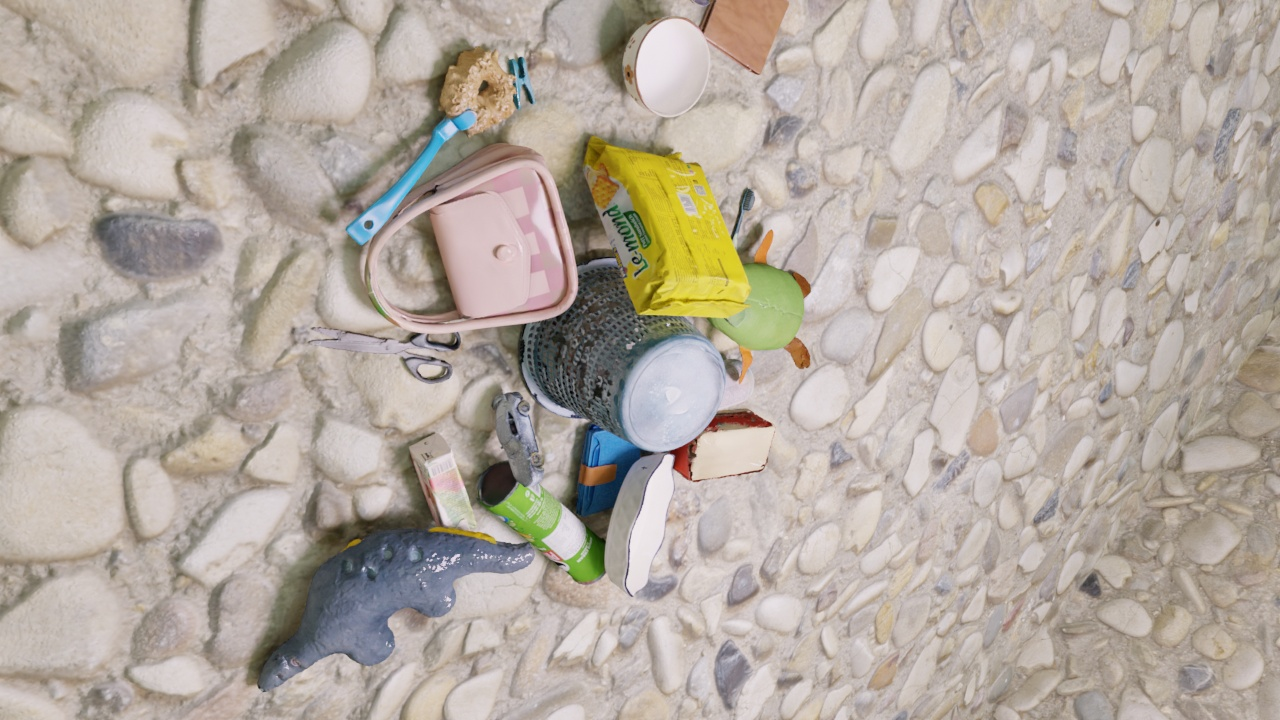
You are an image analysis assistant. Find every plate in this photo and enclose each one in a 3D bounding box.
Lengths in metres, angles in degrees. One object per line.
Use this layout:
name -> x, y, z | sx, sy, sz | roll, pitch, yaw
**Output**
plate -> -0.001, 0.227, 1.298 | 0.204, 0.045, 0.205 | 14, 89, -74

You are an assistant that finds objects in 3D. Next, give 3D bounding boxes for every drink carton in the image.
drink carton -> -0.242, 0.155, 1.121 | 0.045, 0.053, 0.123 | -25, 124, -24

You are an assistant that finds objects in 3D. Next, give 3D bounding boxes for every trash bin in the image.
trash bin -> -0.007, 0.007, 1.132 | 0.226, 0.195, 0.227 | -15, 119, -28

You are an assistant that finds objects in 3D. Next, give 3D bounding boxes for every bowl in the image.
bowl -> 0.021, -0.352, 1.090 | 0.113, 0.062, 0.114 | -18, 122, -32

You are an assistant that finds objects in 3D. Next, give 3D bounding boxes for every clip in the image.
clip -> -0.133, -0.308, 1.018 | 0.041, 0.014, 0.056 | -28, 125, -27

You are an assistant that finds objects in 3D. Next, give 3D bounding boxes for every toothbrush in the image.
toothbrush -> 0.130, -0.150, 1.305 | 0.016, 0.018, 0.192 | 4, 107, -41

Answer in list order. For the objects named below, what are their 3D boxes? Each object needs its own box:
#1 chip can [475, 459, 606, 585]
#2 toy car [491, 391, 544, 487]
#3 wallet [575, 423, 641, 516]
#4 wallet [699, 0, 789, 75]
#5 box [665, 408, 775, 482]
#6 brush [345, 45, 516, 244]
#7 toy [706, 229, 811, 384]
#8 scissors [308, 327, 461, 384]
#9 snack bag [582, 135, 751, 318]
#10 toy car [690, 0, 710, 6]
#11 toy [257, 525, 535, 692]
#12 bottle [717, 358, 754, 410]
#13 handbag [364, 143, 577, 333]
chip can -> -0.125, 0.220, 1.234 | 0.072, 0.072, 0.236 | -49, 132, -11
toy car -> -0.152, 0.098, 1.130 | 0.036, 0.054, 0.120 | -9, 72, -36
wallet -> -0.043, 0.149, 1.293 | 0.106, 0.040, 0.133 | -8, 115, -41
wallet -> 0.133, -0.436, 1.173 | 0.115, 0.020, 0.101 | 16, 98, -40
box -> 0.128, 0.129, 1.393 | 0.168, 0.079, 0.091 | -3, 112, -39
brush -> -0.217, -0.223, 0.960 | 0.254, 0.046, 0.083 | -54, 137, -14
toy -> 0.173, -0.076, 1.317 | 0.246, 0.090, 0.227 | 13, 84, -48
scissors -> -0.281, -0.023, 1.036 | 0.145, 0.014, 0.172 | -44, 129, -13
snack bag -> 0.036, -0.159, 1.095 | 0.157, 0.246, 0.068 | 0, 150, -40
toy car -> 0.079, -0.472, 1.098 | 0.042, 0.035, 0.090 | 6, 107, -39
toy -> -0.306, 0.273, 1.083 | 0.356, 0.091, 0.138 | -28, 115, -7
bottle -> 0.078, 0.048, 1.320 | 0.189, 0.068, 0.068 | -16, 119, -34
handbag -> -0.194, -0.119, 1.021 | 0.233, 0.093, 0.193 | -24, 123, -20
